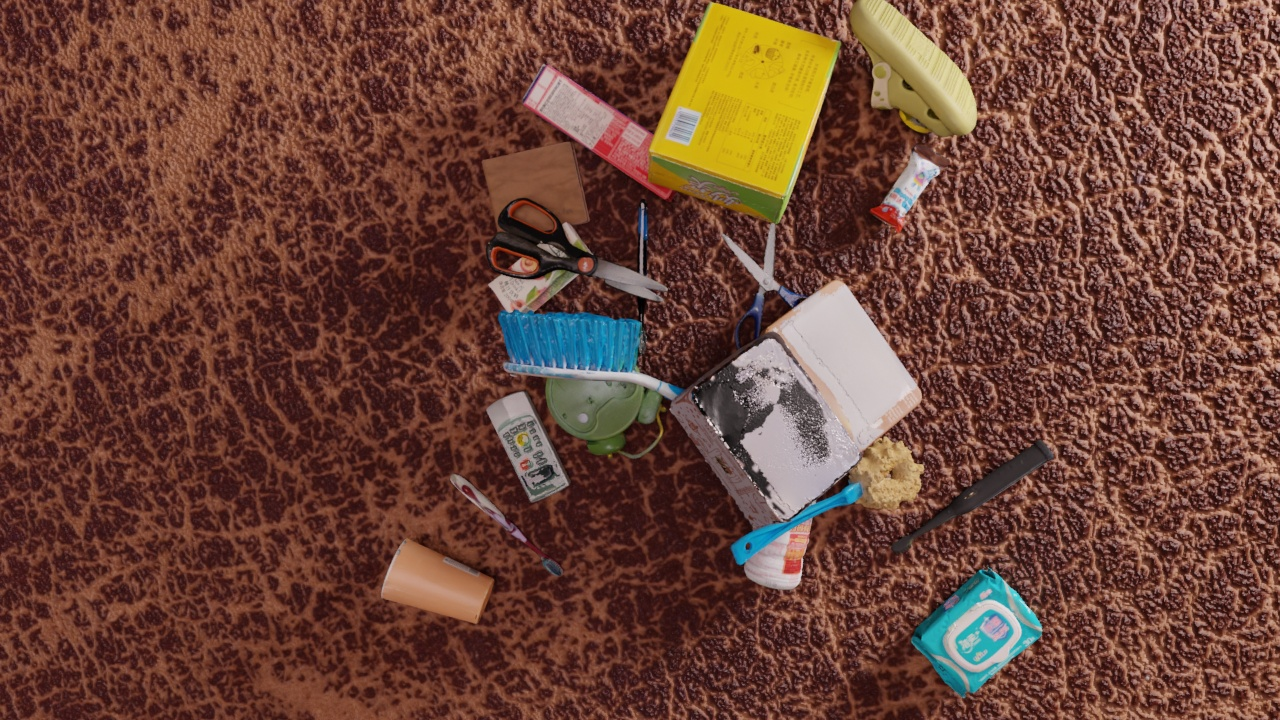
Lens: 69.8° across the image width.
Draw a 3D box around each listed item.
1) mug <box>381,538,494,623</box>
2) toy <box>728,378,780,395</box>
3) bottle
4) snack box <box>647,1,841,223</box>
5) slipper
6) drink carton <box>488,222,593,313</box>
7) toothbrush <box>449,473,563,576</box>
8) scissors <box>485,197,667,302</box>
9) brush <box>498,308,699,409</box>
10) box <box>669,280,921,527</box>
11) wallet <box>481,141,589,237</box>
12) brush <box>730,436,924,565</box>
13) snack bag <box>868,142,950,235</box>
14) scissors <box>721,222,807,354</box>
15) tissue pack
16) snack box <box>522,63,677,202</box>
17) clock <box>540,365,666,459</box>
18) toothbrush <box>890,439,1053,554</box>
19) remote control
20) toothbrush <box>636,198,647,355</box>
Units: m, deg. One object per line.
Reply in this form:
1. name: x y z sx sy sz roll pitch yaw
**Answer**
1. mug: -0.249 0.278 1.142 0.123 0.078 0.078 19 97 0
2. toy: 0.147 0.052 1.093 0.092 0.030 0.096 6 101 9
3. bottle: 0.173 0.165 1.078 0.068 0.068 0.197 11 95 6
4. snack box: 0.114 -0.274 1.014 0.158 0.070 0.209 19 73 6
5. slipper: 0.294 -0.318 1.026 0.190 0.091 0.082 44 138 -7
6. drink carton: -0.116 -0.106 1.105 0.122 0.045 0.053 -38 76 7
7. toothbrush: -0.169 0.207 1.151 0.187 0.017 0.016 41 97 2
8. scissors: -0.069 -0.129 1.060 0.235 0.021 0.148 0 82 14
9. brush: -0.006 0.006 1.044 0.314 0.060 0.109 4 97 0
10. box: 0.183 0.040 1.018 0.259 0.082 0.177 -35 90 -22
11. wallet: -0.127 -0.205 1.113 0.115 0.020 0.101 -13 94 5
12. brush: 0.213 0.164 1.042 0.254 0.046 0.083 -24 102 -15
13. snack bag: 0.307 -0.197 1.053 0.045 0.026 0.105 35 96 7
14. scissors: 0.155 -0.080 1.089 0.174 0.012 0.162 28 98 5
15. tissue pack: 0.391 0.318 1.071 0.093 0.050 0.133 45 99 1
16. snack box: -0.036 -0.266 1.077 0.207 0.057 0.058 34 100 3
17. clock: -0.041 0.048 1.102 0.116 0.056 0.161 -41 88 9
18. toothbrush: 0.384 0.164 1.073 0.213 0.027 0.026 -37 45 10
19. remote control: -0.139 0.106 1.138 0.056 0.019 0.135 -25 91 9
20. toothbrush: 0.002 -0.100 1.106 0.014 0.016 0.189 1 94 -1
